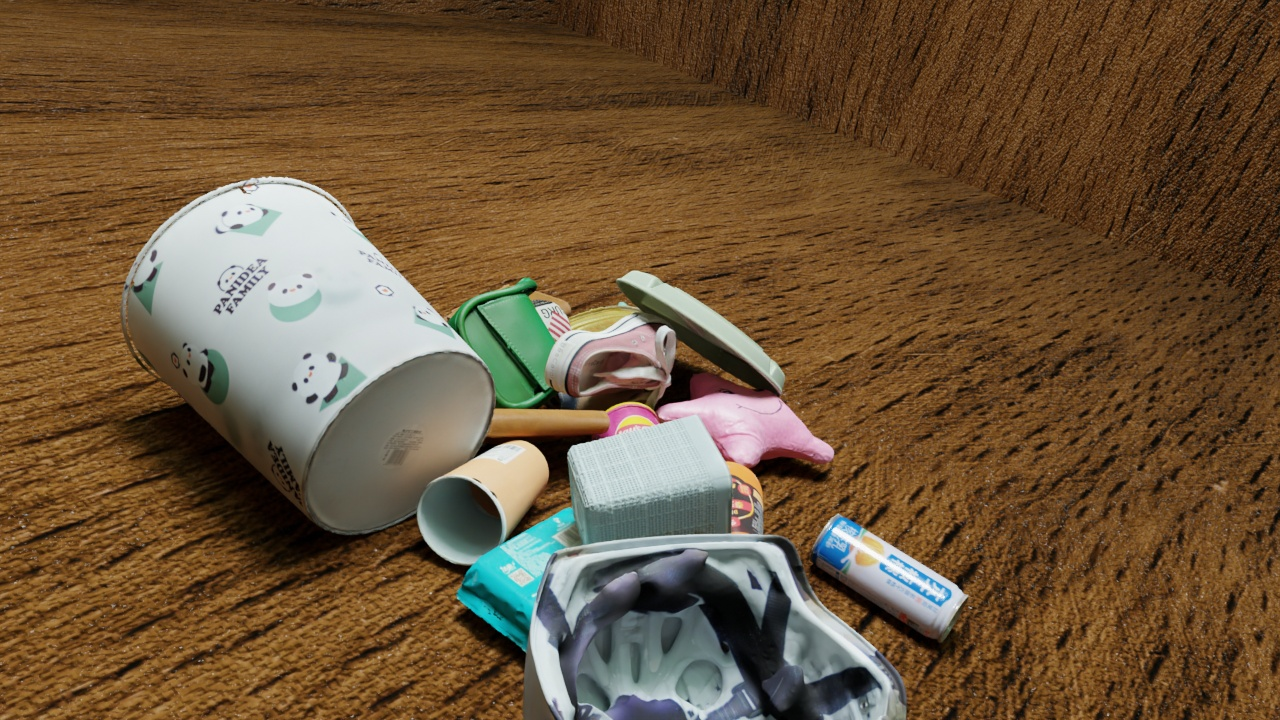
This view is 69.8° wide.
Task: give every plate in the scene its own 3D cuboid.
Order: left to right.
[{"bbox_3d":[0.071,-0.033,1.049,0.230,0.027,0.230,35,-3,1],"label":"plate"}]

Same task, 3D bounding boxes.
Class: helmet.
[{"bbox_3d":[0.032,0.234,0.566,0.228,0.146,0.258,-3,40,-28],"label":"helmet"}]

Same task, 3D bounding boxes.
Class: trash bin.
[{"bbox_3d":[-0.273,0.000,0.791,0.252,0.230,0.228,37,34,28],"label":"trash bin"}]

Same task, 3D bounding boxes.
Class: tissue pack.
[{"bbox_3d":[-0.068,0.178,0.728,0.093,0.050,0.133,31,31,27],"label":"tissue pack"}]

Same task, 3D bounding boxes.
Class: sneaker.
[{"bbox_3d":[-0.006,0.006,0.959,0.088,0.118,0.240,25,15,21],"label":"sneaker"}]

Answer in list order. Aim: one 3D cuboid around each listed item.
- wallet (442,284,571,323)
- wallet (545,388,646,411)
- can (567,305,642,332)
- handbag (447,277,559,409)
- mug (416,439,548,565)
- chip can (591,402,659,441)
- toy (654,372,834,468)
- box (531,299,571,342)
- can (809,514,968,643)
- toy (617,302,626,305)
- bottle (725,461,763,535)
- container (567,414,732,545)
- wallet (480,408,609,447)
[{"bbox_3d":[-0.172,-0.060,1.139,0.119,0.035,0.130,16,29,30],"label":"wallet"},{"bbox_3d":[-0.055,0.031,1.040,0.115,0.033,0.090,0,33,-28],"label":"wallet"},{"bbox_3d":[-0.042,-0.026,1.133,0.075,0.049,0.147,30,31,29],"label":"can"},{"bbox_3d":[-0.133,-0.009,0.953,0.120,0.068,0.131,-30,92,-30],"label":"handbag"},{"bbox_3d":[-0.128,0.114,0.791,0.078,0.078,0.122,20,19,10],"label":"mug"},{"bbox_3d":[0.012,0.124,0.848,0.071,0.071,0.210,4,29,-20],"label":"chip can"},{"bbox_3d":[0.099,0.063,1.001,0.194,0.075,0.178,2,28,-38],"label":"toy"},{"bbox_3d":[-0.145,-0.022,1.013,0.163,0.075,0.082,-22,29,-36],"label":"box"},{"bbox_3d":[0.225,0.197,0.835,0.135,0.053,0.053,31,31,28],"label":"can"},{"bbox_3d":[-0.009,-0.055,1.230,0.092,0.030,0.096,15,21,-4],"label":"toy"},{"bbox_3d":[0.084,0.159,0.836,0.066,0.067,0.149,10,34,-9],"label":"bottle"},{"bbox_3d":[0.005,0.108,0.724,0.111,0.090,0.090,-10,33,-12],"label":"container"},{"bbox_3d":[-0.112,0.065,0.889,0.131,0.031,0.108,3,-11,-34],"label":"wallet"}]
